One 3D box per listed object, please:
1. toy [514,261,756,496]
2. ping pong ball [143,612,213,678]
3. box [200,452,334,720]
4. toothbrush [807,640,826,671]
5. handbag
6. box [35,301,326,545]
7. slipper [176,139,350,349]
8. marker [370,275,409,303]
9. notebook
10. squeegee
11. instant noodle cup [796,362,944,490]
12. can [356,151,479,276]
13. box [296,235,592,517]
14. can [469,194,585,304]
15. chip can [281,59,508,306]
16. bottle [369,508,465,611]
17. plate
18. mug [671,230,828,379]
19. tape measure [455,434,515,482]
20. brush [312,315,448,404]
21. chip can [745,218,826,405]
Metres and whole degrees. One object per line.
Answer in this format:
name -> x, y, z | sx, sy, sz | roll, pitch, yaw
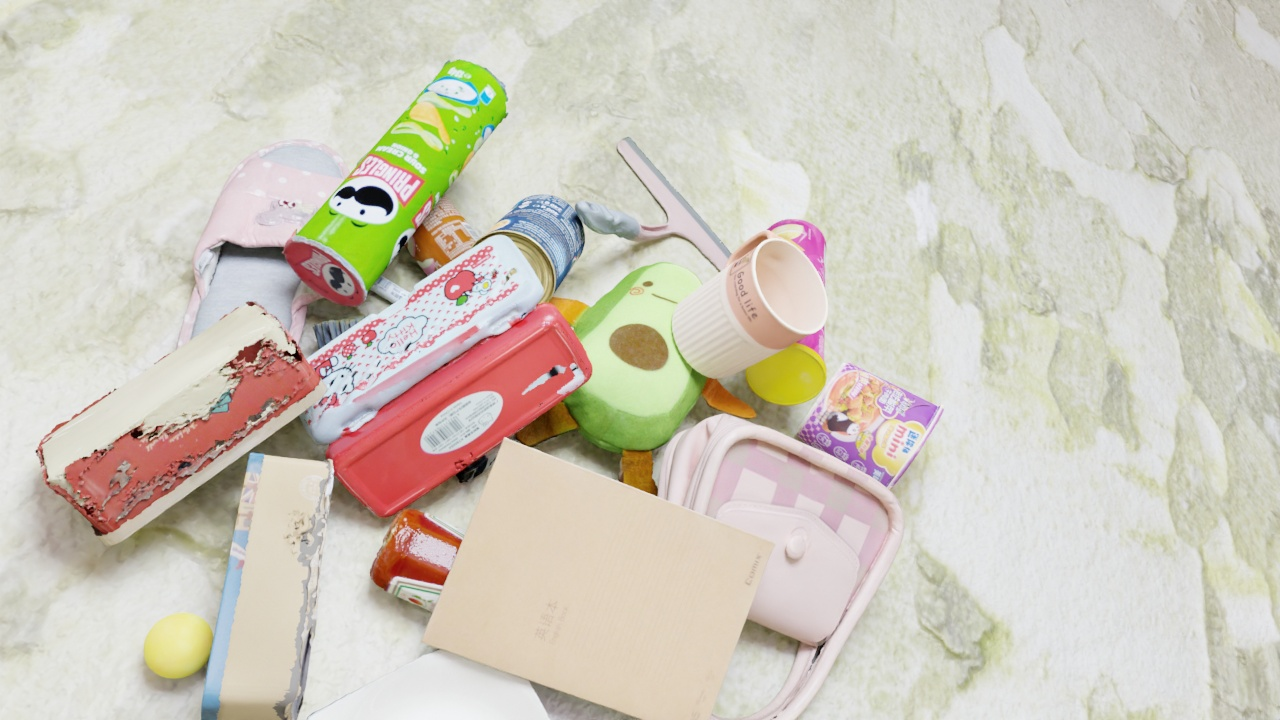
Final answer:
toy -> -0.005, 0.005, 0.795 | 0.227, 0.090, 0.246 | 30, 53, -6
ping pong ball -> -0.293, 0.181, 0.583 | 0.040, 0.040, 0.040 | 11, 55, -17
box -> -0.240, 0.155, 0.593 | 0.060, 0.090, 0.184 | 10, 50, -18
toothbrush -> 0.184, 0.202, 0.794 | 0.015, 0.018, 0.180 | 40, 53, 1
handbag -> 0.092, 0.176, 0.719 | 0.193, 0.094, 0.233 | 27, 71, -22
box -> -0.306, 0.031, 0.608 | 0.168, 0.076, 0.091 | -40, 35, -21
slipper -> -0.302, -0.088, 0.749 | 0.114, 0.055, 0.273 | 15, 55, -14
marker -> -0.190, -0.045, 0.793 | 0.145, 0.017, 0.017 | 31, 52, -2
notebook -> -0.025, 0.162, 0.644 | 0.211, 0.012, 0.149 | 23, 83, -9
squeegee -> -0.003, -0.131, 0.880 | 0.247, 0.040, 0.249 | 52, 24, 13
instant noodle cup -> 0.206, 0.061, 0.843 | 0.099, 0.112, 0.111 | 34, 51, 11
can -> -0.192, -0.124, 0.818 | 0.057, 0.058, 0.147 | -30, 74, -35
box -> -0.151, 0.008, 0.689 | 0.201, 0.119, 0.098 | -34, 38, -4
can -> -0.094, -0.091, 0.775 | 0.075, 0.075, 0.111 | 29, 28, -4
chip can -> -0.194, -0.153, 0.756 | 0.072, 0.072, 0.235 | 30, 59, -3
bottle -> -0.092, 0.175, 0.666 | 0.206, 0.060, 0.059 | 27, 52, -6
plate -> -0.128, 0.279, 0.595 | 0.163, 0.034, 0.164 | -20, 68, -32
mug -> 0.089, -0.052, 0.765 | 0.081, 0.106, 0.114 | 25, 53, -28
tape measure -> -0.134, 0.056, 0.740 | 0.065, 0.034, 0.065 | -30, 75, -33
brush -> -0.190, 0.000, 0.742 | 0.143, 0.055, 0.073 | -3, 85, -23
chip can -> 0.143, -0.053, 0.885 | 0.071, 0.072, 0.210 | 23, 41, -8
